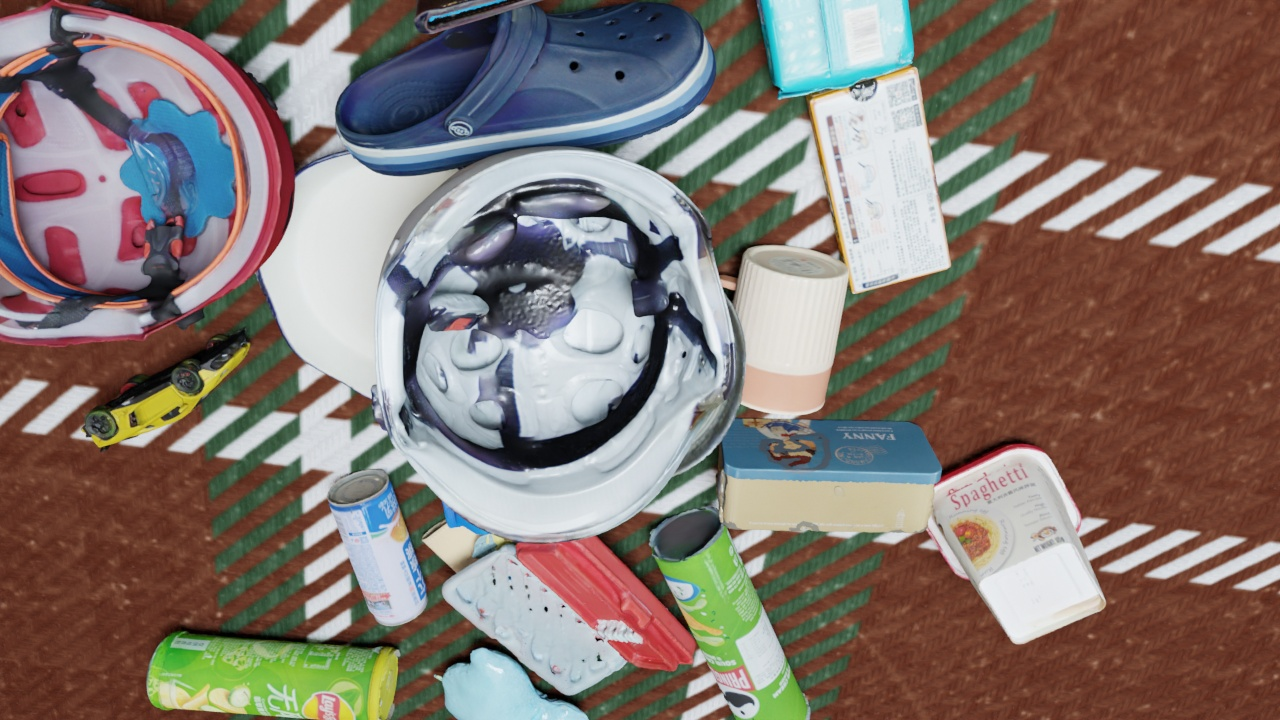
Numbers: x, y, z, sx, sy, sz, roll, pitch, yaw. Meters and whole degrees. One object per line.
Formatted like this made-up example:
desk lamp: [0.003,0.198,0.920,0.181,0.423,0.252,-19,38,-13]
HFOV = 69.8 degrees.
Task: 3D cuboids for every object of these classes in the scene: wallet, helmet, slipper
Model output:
wallet: [-0.126,0.176,0.825,0.087,0.024,0.115,-36,108,14]
helmet: [-0.332,-0.126,0.615,0.240,0.143,0.207,-8,106,4]
slipper: [-0.081,-0.190,0.585,0.253,0.105,0.095,-10,149,11]
helmet: [-0.066,-0.022,0.610,0.229,0.145,0.259,-13,121,-11]
wallet: [-0.090,-0.249,0.563,0.096,0.122,0.020,-14,141,7]

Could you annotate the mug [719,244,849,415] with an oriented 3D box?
mug: [0.093,-0.029,0.692,0.115,0.081,0.106,17,116,21]

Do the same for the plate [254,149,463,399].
plate: [-0.180,-0.065,0.695,0.205,0.045,0.205,1,116,2]

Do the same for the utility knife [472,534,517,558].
utility knife: [-0.069,0.136,0.797,0.167,0.018,0.031,-19,101,5]

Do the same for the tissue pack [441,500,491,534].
tissue pack: [-0.094,0.088,0.761,0.157,0.052,0.095,-11,108,4]

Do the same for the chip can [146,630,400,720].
chip can: [-0.344,0.299,0.865,0.221,0.072,0.073,5,116,0]

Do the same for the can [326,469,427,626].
can: [-0.228,0.166,0.805,0.053,0.053,0.135,-8,116,5]

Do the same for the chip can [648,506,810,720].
chip can: [0.083,0.242,0.824,0.072,0.072,0.236,-20,114,11]

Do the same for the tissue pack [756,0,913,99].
tissue pack: [0.121,-0.244,0.594,0.093,0.050,0.133,-11,115,9]

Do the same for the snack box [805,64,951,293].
snack box: [0.173,-0.128,0.664,0.075,0.026,0.154,-15,115,8]

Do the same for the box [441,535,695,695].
box: [-0.059,0.225,0.817,0.161,0.058,0.201,-23,125,23]

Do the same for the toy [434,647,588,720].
toy: [-0.126,0.339,0.890,0.156,0.049,0.162,8,122,3]

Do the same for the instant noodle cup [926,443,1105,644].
instant noodle cup: [0.303,0.149,0.742,0.116,0.124,0.116,-30,111,15]

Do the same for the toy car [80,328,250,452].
toy car: [-0.373,0.024,0.730,0.156,0.071,0.041,-26,111,13]

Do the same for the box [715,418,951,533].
box: [0.152,0.092,0.739,0.184,0.089,0.062,-2,115,0]

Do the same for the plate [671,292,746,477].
plate: [-0.004,0.004,0.697,0.180,0.024,0.179,-2,86,21]
